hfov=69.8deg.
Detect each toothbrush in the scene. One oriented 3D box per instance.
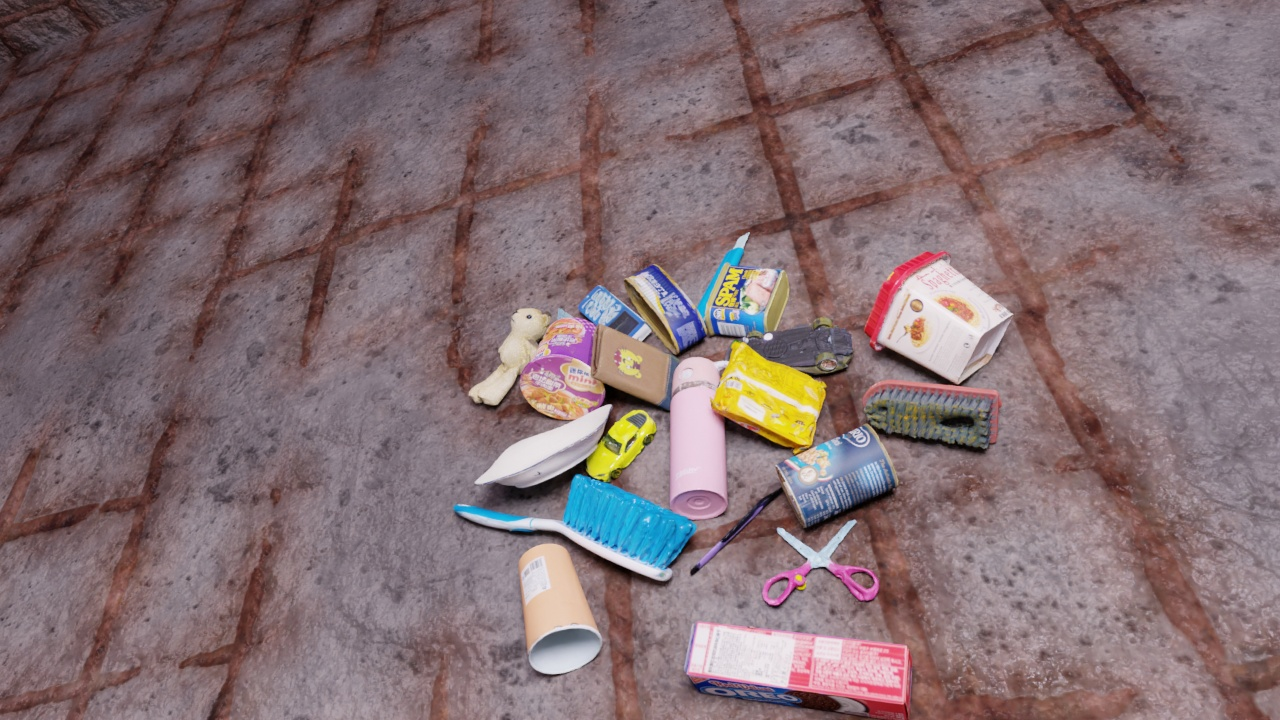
[{"bbox_3d":[0.121,0.171,1.021,0.188,0.014,0.017,-41,41,-15],"label":"toothbrush"}]

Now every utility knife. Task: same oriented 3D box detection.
[{"bbox_3d":[-0.067,-0.027,1.262,0.183,0.019,0.031,36,99,36],"label":"utility knife"},{"bbox_3d":[0.115,-0.116,1.270,0.034,0.018,0.181,-8,44,43],"label":"utility knife"}]

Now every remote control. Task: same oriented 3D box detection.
[{"bbox_3d":[-0.037,-0.058,1.272,0.049,0.024,0.125,-47,48,-2],"label":"remote control"}]

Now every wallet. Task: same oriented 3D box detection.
[{"bbox_3d":[-0.007,0.007,1.154,0.033,0.115,0.090,-46,29,42],"label":"wallet"}]

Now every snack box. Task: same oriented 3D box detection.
[{"bbox_3d":[0.149,0.294,0.873,0.208,0.057,0.058,1,53,22],"label":"snack box"}]

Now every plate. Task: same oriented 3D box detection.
[{"bbox_3d":[-0.108,0.112,1.107,0.164,0.034,0.163,-24,8,15],"label":"plate"}]

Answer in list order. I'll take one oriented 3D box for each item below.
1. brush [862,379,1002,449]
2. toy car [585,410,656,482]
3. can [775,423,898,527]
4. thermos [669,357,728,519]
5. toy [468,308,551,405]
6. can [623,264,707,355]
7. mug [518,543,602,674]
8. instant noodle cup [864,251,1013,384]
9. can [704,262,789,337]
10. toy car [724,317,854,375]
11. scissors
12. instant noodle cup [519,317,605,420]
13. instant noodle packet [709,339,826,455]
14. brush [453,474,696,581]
[{"bbox_3d":[0.320,0.052,1.018,0.146,0.063,0.069,7,31,28],"label":"brush"},{"bbox_3d":[-0.026,0.103,1.126,0.048,0.032,0.105,29,67,37],"label":"toy car"},{"bbox_3d":[0.208,0.125,0.985,0.111,0.075,0.075,-24,46,0],"label":"can"},{"bbox_3d":[0.076,0.083,1.077,0.087,0.067,0.198,-17,45,23],"label":"thermos"},{"bbox_3d":[-0.178,-0.005,1.258,0.105,0.066,0.157,8,62,56],"label":"toy"},{"bbox_3d":[0.032,-0.070,1.226,0.049,0.075,0.148,-30,46,-9],"label":"can"},{"bbox_3d":[-0.094,0.262,0.987,0.078,0.078,0.122,-24,42,0],"label":"mug"},{"bbox_3d":[0.343,-0.046,1.051,0.116,0.117,0.124,-27,53,-36],"label":"instant noodle cup"},{"bbox_3d":[0.141,-0.077,1.201,0.083,0.057,0.101,8,54,25],"label":"can"},{"bbox_3d":[0.183,-0.009,1.134,0.158,0.042,0.070,-7,48,15],"label":"toy car"},{"bbox_3d":[0.187,0.214,0.958,0.133,0.017,0.134,-41,45,-21],"label":"scissors"},{"bbox_3d":[-0.093,0.004,1.193,0.112,0.112,0.099,-7,41,16],"label":"instant noodle cup"},{"bbox_3d":[0.147,0.043,1.066,0.128,0.044,0.110,27,52,-4],"label":"instant noodle packet"},{"bbox_3d":[-0.088,0.180,1.059,0.315,0.060,0.109,19,94,30],"label":"brush"}]
